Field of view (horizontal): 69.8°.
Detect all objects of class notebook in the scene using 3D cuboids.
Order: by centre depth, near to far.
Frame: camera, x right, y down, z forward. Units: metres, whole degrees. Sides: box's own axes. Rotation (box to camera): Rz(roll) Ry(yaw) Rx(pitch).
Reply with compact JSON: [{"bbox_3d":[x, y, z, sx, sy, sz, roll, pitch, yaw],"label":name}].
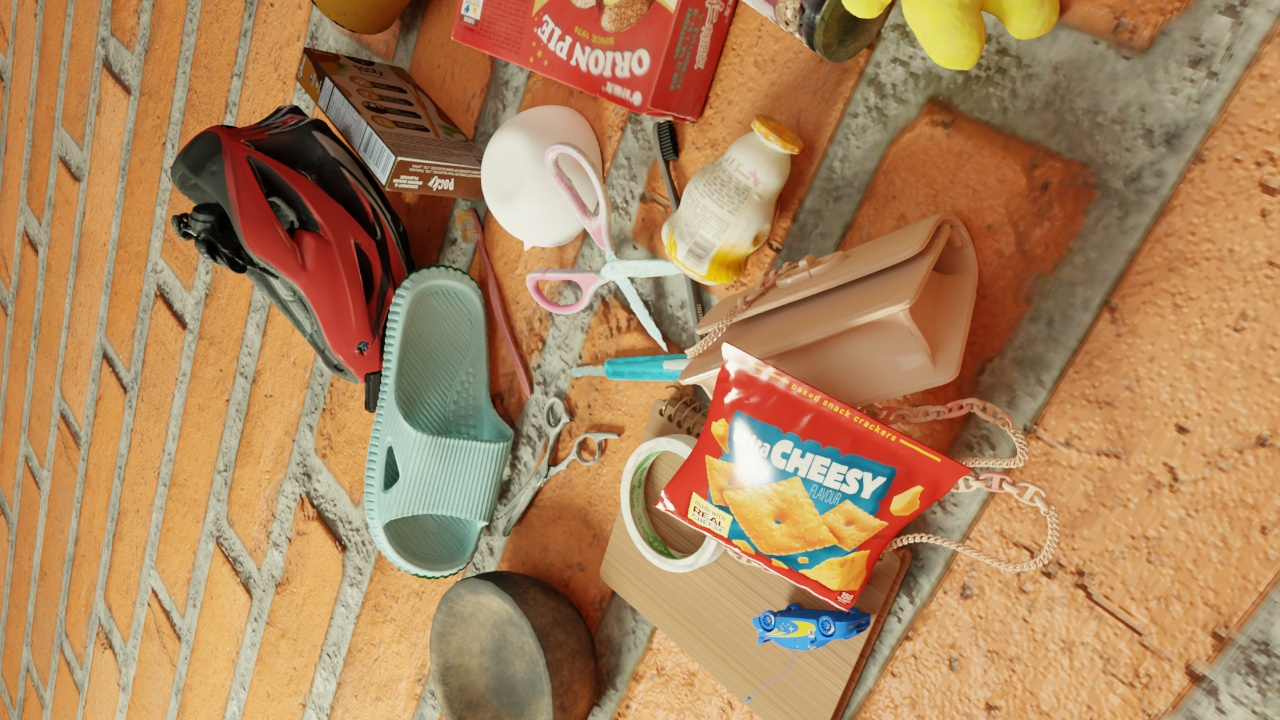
[{"bbox_3d":[0.067,0.136,0.629,0.210,0.022,0.169,32,115,37],"label":"notebook"}]

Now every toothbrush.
[{"bbox_3d":[0.029,-0.091,0.654,0.013,0.012,0.167,-13,84,35],"label":"toothbrush"},{"bbox_3d":[-0.128,-0.052,0.803,0.015,0.015,0.184,-34,71,46],"label":"toothbrush"}]

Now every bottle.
[{"bbox_3d":[0.094,-0.230,0.554,0.105,0.056,0.056,48,122,30],"label":"bottle"},{"bbox_3d":[0.061,-0.103,0.590,0.063,0.063,0.109,51,124,28],"label":"bottle"}]

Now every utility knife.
[{"bbox_3d":[-0.004,0.004,0.692,0.149,0.015,0.022,0,67,45],"label":"utility knife"}]

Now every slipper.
[{"bbox_3d":[-0.171,0.055,0.786,0.070,0.115,0.276,7,94,61],"label":"slipper"}]

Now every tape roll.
[{"bbox_3d":[0.024,0.099,0.637,0.094,0.018,0.094,6,98,43],"label":"tape roll"}]

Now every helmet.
[{"bbox_3d":[-0.300,-0.097,0.834,0.217,0.166,0.272,34,153,36],"label":"helmet"}]

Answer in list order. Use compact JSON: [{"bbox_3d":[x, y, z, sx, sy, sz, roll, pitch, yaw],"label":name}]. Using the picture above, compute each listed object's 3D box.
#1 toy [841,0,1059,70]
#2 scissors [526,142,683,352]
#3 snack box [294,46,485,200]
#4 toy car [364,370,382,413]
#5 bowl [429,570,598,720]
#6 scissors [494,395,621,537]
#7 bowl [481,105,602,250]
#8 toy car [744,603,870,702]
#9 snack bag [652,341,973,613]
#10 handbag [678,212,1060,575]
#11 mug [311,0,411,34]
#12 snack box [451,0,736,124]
[{"bbox_3d":[0.145,-0.253,0.481,0.134,0.092,0.207,-25,79,-3],"label":"toy"},{"bbox_3d":[-0.033,-0.083,0.677,0.171,0.013,0.175,4,117,43],"label":"scissors"},{"bbox_3d":[-0.219,-0.211,0.817,0.186,0.100,0.032,48,122,30],"label":"snack box"},{"bbox_3d":[-0.206,0.026,0.828,0.037,0.092,0.040,6,96,49],"label":"toy car"},{"bbox_3d":[-0.100,0.252,0.759,0.162,0.070,0.162,4,95,43],"label":"bowl"},{"bbox_3d":[-0.073,0.099,0.762,0.121,0.014,0.160,27,108,39],"label":"scissors"},{"bbox_3d":[-0.088,-0.149,0.733,0.115,0.050,0.114,4,95,43],"label":"bowl"},{"bbox_3d":[0.098,0.183,0.562,0.092,0.033,0.062,-10,82,44],"label":"toy car"},{"bbox_3d":[0.083,0.067,0.493,0.131,0.039,0.144,28,136,8],"label":"snack bag"},{"bbox_3d":[0.127,0.026,0.546,0.199,0.116,0.187,-20,111,38],"label":"handbag"},{"bbox_3d":[-0.244,-0.372,0.841,0.094,0.100,0.123,-28,37,43],"label":"mug"},{"bbox_3d":[-0.041,-0.262,0.674,0.236,0.060,0.113,32,114,37],"label":"snack box"}]
